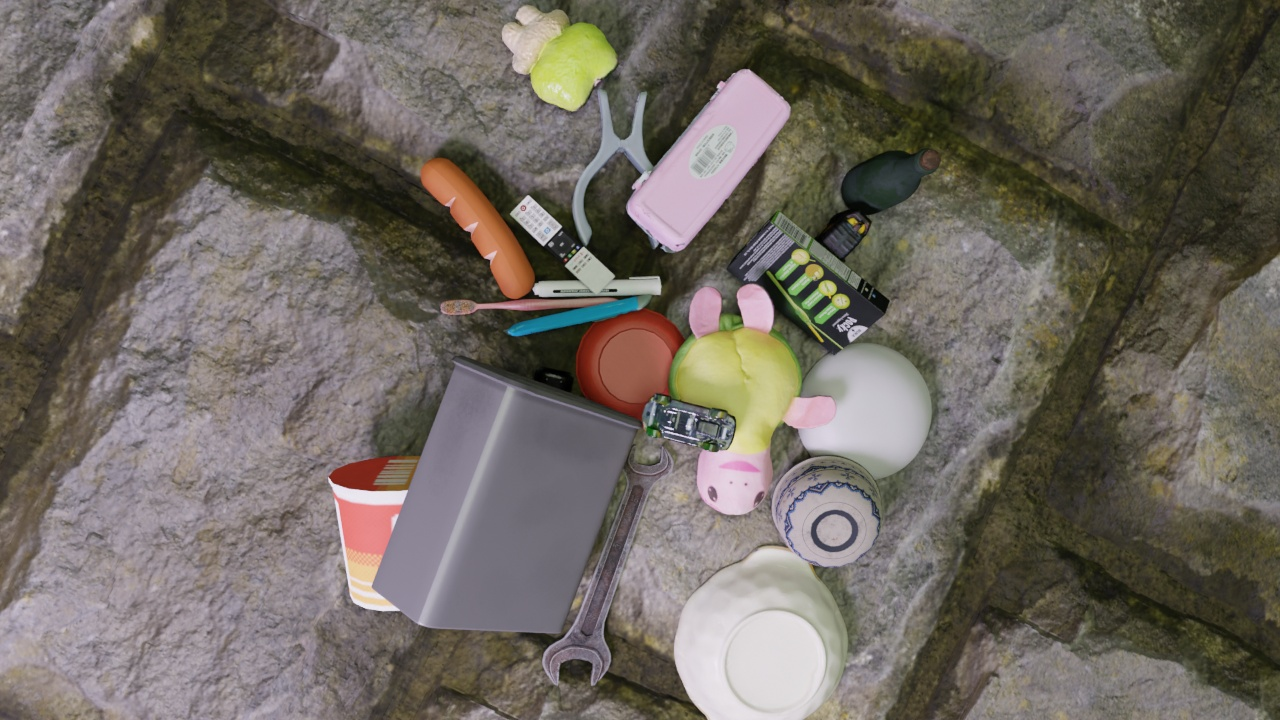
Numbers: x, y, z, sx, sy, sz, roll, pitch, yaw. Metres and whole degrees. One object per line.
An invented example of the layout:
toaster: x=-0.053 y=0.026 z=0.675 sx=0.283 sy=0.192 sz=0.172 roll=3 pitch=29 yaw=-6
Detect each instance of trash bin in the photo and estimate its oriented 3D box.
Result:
trash bin: x=-0.119 y=0.129 z=0.854 sx=0.191 sy=0.098 sz=0.220 roll=23 pitch=88 yaw=-49

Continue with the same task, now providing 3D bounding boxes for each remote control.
remote control: x=-0.104 y=0.083 z=0.950 sx=0.041 sy=0.020 sz=0.152 roll=12 pitch=93 yaw=-7
remote control: x=-0.080 y=-0.118 z=0.941 sx=0.124 sy=0.012 sz=0.028 roll=43 pitch=87 yaw=5

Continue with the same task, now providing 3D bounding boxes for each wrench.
wrench: x=-0.031 y=0.215 z=0.966 sx=0.070 sy=0.010 sz=0.273 roll=20 pitch=90 yaw=-6

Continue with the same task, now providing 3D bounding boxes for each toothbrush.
toothbrush: x=-0.113 y=-0.058 z=0.949 sx=0.184 sy=0.015 sz=0.015 roll=-3 pitch=98 yaw=-7

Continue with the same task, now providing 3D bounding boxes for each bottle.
bottle: x=0.249 y=-0.181 z=0.898 sx=0.055 sy=0.174 sz=0.055 roll=0 pitch=91 yaw=-6

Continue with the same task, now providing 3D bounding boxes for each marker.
marker: x=-0.045 y=-0.077 z=0.952 sx=0.133 sy=0.017 sz=0.020 roll=-1 pitch=111 yaw=-5

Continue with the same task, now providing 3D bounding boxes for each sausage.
sausage: x=-0.162 y=-0.136 z=0.929 sx=0.044 sy=0.039 sz=0.164 roll=-37 pitch=95 yaw=-6

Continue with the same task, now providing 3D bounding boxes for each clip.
clip: x=-0.048 y=-0.193 z=0.944 sx=0.143 sy=0.029 sz=0.172 roll=-9 pitch=92 yaw=-7

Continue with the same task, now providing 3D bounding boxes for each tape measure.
tape measure: x=0.206 y=-0.124 z=0.950 sx=0.038 sy=0.067 sz=0.062 roll=44 pitch=87 yaw=-5

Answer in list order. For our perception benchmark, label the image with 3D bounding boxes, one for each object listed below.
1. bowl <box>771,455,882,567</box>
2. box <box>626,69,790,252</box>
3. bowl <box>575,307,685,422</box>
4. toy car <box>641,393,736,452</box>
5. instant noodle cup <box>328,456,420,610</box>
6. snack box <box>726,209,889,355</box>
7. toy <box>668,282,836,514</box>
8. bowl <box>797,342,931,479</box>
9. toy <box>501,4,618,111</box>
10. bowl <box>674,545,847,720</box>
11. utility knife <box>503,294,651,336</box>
bowl: x=0.195 y=0.162 z=0.946 sx=0.115 sy=0.059 sz=0.115 roll=1 pitch=107 yaw=3
box: x=0.068 y=-0.205 z=0.936 sx=0.086 sy=0.044 sz=0.202 roll=40 pitch=79 yaw=-8
bowl: x=-0.005 y=0.006 z=0.950 sx=0.122 sy=0.035 sz=0.122 roll=0 pitch=92 yaw=-5
toy car: x=0.046 y=0.059 z=0.879 sx=0.091 sy=0.036 sz=0.042 roll=13 pitch=93 yaw=6
instant noodle cup: x=-0.237 y=0.168 z=0.896 sx=0.123 sy=0.123 sz=0.121 roll=0 pitch=99 yaw=-6
snack box: x=0.171 y=-0.078 z=0.944 sx=0.147 sy=0.080 sz=0.025 roll=38 pitch=46 yaw=-5
toy: x=0.099 y=0.041 z=0.935 sx=0.190 sy=0.088 sz=0.238 roll=-6 pitch=95 yaw=-10
bowl: x=0.243 y=0.056 z=0.971 sx=0.149 sy=0.043 sz=0.149 roll=0 pitch=92 yaw=-5
toy: x=-0.085 y=-0.311 z=0.929 sx=0.115 sy=0.046 sz=0.092 roll=38 pitch=87 yaw=1
bowl: x=0.133 y=0.307 z=0.961 sx=0.188 sy=0.060 sz=0.219 roll=13 pitch=90 yaw=-6
utility knife: x=-0.065 y=-0.045 z=0.943 sx=0.158 sy=0.031 sz=0.015 roll=-11 pitch=115 yaw=2
